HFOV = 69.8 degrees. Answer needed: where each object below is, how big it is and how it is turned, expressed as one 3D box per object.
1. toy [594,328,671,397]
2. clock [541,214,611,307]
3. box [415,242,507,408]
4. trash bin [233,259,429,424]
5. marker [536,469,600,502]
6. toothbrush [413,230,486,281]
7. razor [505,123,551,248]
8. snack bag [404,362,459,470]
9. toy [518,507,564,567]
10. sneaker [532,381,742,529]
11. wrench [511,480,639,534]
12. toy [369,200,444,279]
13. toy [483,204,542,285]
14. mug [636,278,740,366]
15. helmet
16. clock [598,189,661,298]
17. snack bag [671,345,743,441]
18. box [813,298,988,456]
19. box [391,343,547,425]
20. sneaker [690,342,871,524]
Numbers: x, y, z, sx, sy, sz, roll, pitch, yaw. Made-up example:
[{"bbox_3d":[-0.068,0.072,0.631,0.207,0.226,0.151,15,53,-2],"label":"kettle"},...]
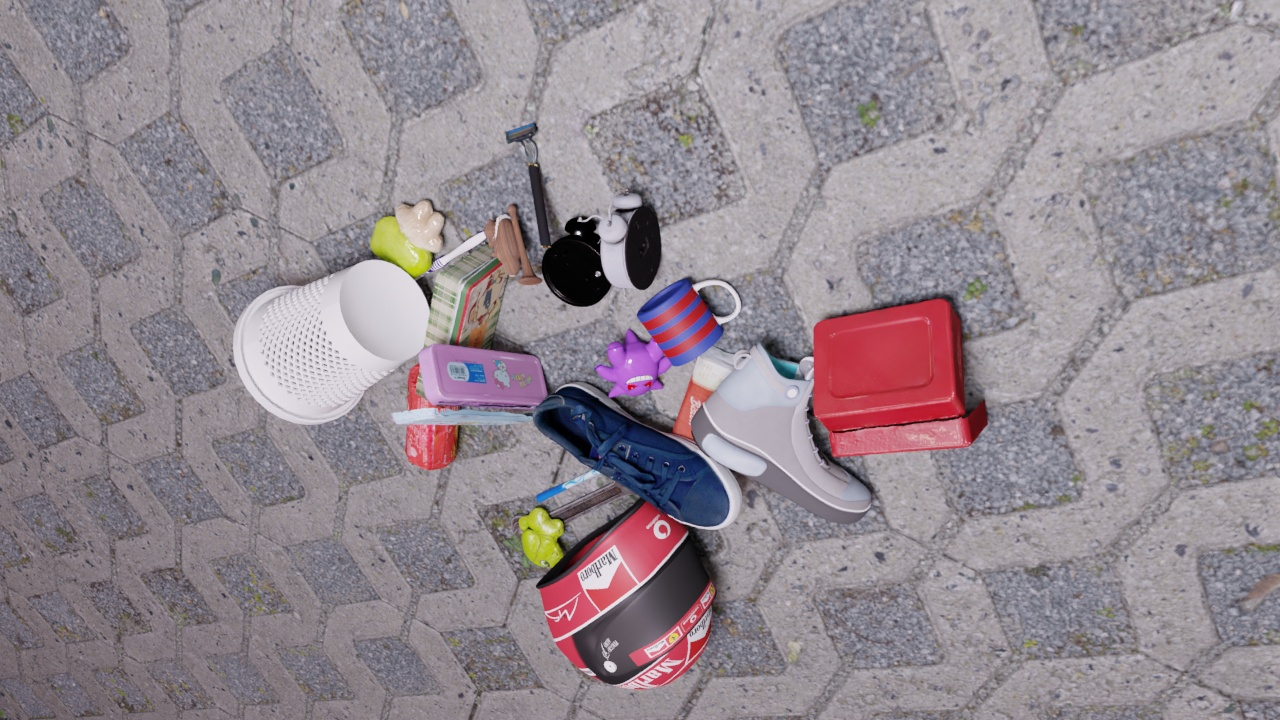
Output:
[{"bbox_3d":[-0.007,0.007,1.155,0.106,0.056,0.088,-9,119,-11],"label":"toy"},{"bbox_3d":[-0.064,-0.122,1.109,0.091,0.042,0.121,37,127,-1],"label":"clock"},{"bbox_3d":[-0.228,-0.044,1.185,0.050,0.117,0.206,29,125,11],"label":"box"},{"bbox_3d":[-0.389,-0.035,1.199,0.200,0.194,0.195,-21,110,37],"label":"trash bin"},{"bbox_3d":[-0.100,0.178,1.326,0.142,0.013,0.013,-29,105,34],"label":"marker"},{"bbox_3d":[-0.263,-0.129,1.208,0.187,0.016,0.015,-25,107,33],"label":"toothbrush"},{"bbox_3d":[-0.124,-0.203,1.083,0.043,0.022,0.144,-9,96,29],"label":"razor"},{"bbox_3d":[-0.297,0.081,1.310,0.082,0.082,0.177,20,126,12],"label":"snack bag"},{"bbox_3d":[-0.146,0.269,1.375,0.094,0.036,0.094,36,120,1],"label":"toy"},{"bbox_3d":[-0.014,0.123,1.143,0.295,0.127,0.121,30,113,18],"label":"sneaker"},{"bbox_3d":[-0.091,0.218,1.348,0.274,0.010,0.070,-30,104,34],"label":"wrench"},{"bbox_3d":[-0.297,-0.160,1.188,0.092,0.043,0.118,49,119,3],"label":"toy"},{"bbox_3d":[-0.159,-0.136,1.125,0.055,0.041,0.101,-20,80,32],"label":"toy"},{"bbox_3d":[0.062,-0.056,1.084,0.112,0.075,0.076,-35,103,9],"label":"mug"},{"bbox_3d":[-0.006,0.335,1.263,0.224,0.197,0.272,50,130,1],"label":"helmet"},{"bbox_3d":[-0.014,-0.137,1.042,0.035,0.094,0.123,5,138,25],"label":"clock"},{"bbox_3d":[0.083,0.087,1.175,0.077,0.041,0.226,25,128,11],"label":"snack bag"},{"bbox_3d":[0.279,0.019,1.007,0.158,0.151,0.165,-8,99,29],"label":"box"},{"bbox_3d":[-0.218,0.042,1.169,0.093,0.213,0.089,-22,75,29],"label":"box"},{"bbox_3d":[0.198,0.083,1.087,0.256,0.093,0.161,27,111,-16],"label":"sneaker"}]
